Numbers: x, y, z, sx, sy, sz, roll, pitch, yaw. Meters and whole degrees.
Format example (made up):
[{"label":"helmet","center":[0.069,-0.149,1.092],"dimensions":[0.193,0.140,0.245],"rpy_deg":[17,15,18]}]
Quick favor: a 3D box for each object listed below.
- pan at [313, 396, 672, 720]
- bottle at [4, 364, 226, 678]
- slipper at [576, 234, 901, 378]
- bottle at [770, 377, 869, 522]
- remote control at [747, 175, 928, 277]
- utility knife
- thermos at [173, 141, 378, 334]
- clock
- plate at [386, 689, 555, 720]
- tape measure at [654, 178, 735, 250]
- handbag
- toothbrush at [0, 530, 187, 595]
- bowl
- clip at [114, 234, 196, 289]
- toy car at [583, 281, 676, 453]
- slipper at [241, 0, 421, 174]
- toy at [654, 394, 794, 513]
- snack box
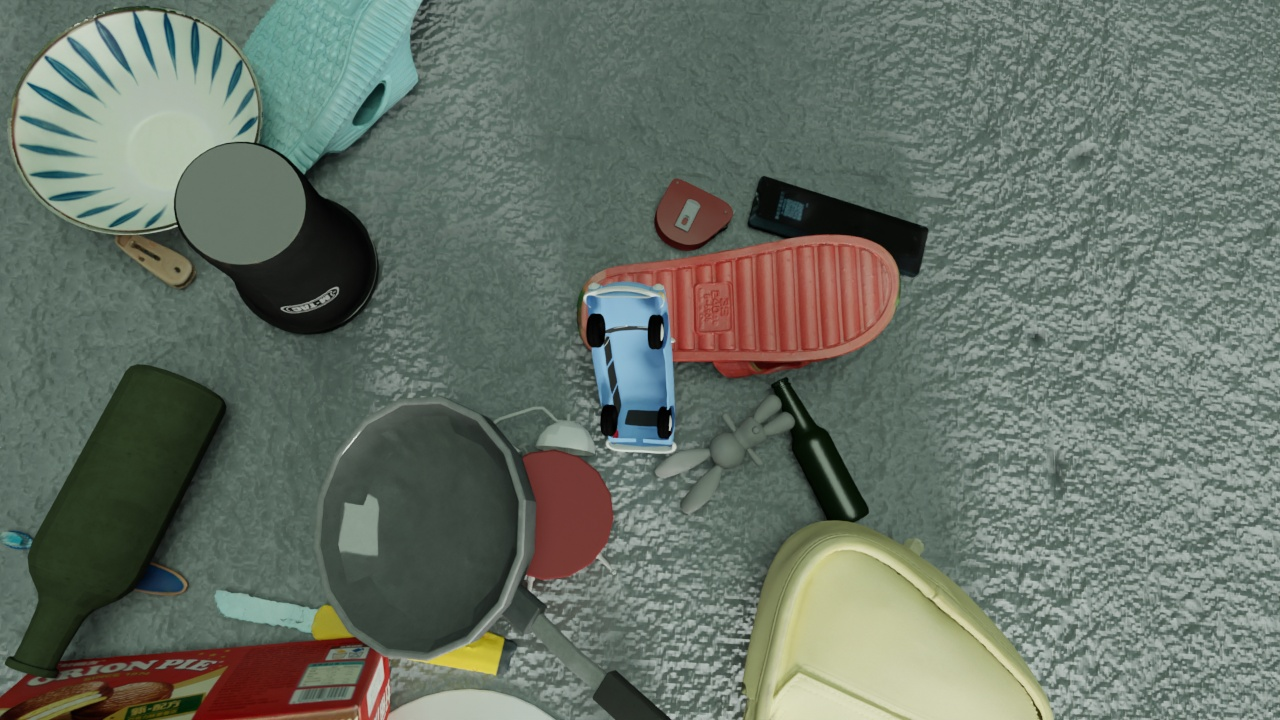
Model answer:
[{"label":"pan","center":[-0.080,0.160,0.602],"dimensions":[0.357,0.041,0.179],"rpy_deg":[34,96,26]},{"label":"bottle","center":[-0.360,0.107,0.623],"dimensions":[0.071,0.072,0.206],"rpy_deg":[20,70,-2]},{"label":"slipper","center":[0.076,-0.039,0.722],"dimensions":[0.249,0.059,0.103],"rpy_deg":[-6,80,8]},{"label":"bottle","center":[0.137,0.070,0.719],"dimensions":[0.033,0.033,0.123],"rpy_deg":[-25,82,-11]},{"label":"remote control","center":[0.167,-0.113,0.764],"dimensions":[0.150,0.022,0.047],"rpy_deg":[16,77,-3]},{"label":"utility knife","center":[-0.198,0.194,0.663],"dimensions":[0.218,0.019,0.030],"rpy_deg":[14,72,-9]},{"label":"thermos","center":[-0.240,-0.079,0.615],"dimensions":[0.105,0.219,0.106],"rpy_deg":[1,86,-10]},{"label":"clock","center":[-0.071,0.103,0.680],"dimensions":[0.096,0.048,0.137],"rpy_deg":[-17,81,-10]},{"label":"plate","center":[-0.125,0.341,0.642],"dimensions":[0.208,0.015,0.208],"rpy_deg":[1,78,-6]},{"label":"tape measure","center":[0.042,-0.116,0.752],"dimensions":[0.059,0.019,0.051],"rpy_deg":[26,77,-1]},{"label":"handbag","center":[0.183,0.231,0.661],"dimensions":[0.233,0.088,0.191],"rpy_deg":[29,93,-2]},{"label":"toothbrush","center":[-0.390,0.143,0.652],"dimensions":[0.135,0.017,0.021],"rpy_deg":[17,75,-3]},{"label":"bowl","center":[-0.363,-0.167,0.688],"dimensions":[0.177,0.071,0.177],"rpy_deg":[1,78,-3]},{"label":"clip","center":[-0.367,-0.079,0.693],"dimensions":[0.061,0.049,0.025],"rpy_deg":[27,74,28]},{"label":"toy car","center":[-0.004,0.004,0.669],"dimensions":[0.056,0.154,0.054],"rpy_deg":[2,39,10]},{"label":"slipper","center":[-0.228,-0.262,0.725],"dimensions":[0.116,0.069,0.276],"rpy_deg":[36,95,12]},{"label":"toy","center":[0.067,0.069,0.705],"dimensions":[0.111,0.030,0.049],"rpy_deg":[-36,85,0]},{"label":"snack box","center":[-0.289,0.234,0.590],"dimensions":[0.236,0.113,0.060],"rpy_deg":[-3,97,-7]}]
